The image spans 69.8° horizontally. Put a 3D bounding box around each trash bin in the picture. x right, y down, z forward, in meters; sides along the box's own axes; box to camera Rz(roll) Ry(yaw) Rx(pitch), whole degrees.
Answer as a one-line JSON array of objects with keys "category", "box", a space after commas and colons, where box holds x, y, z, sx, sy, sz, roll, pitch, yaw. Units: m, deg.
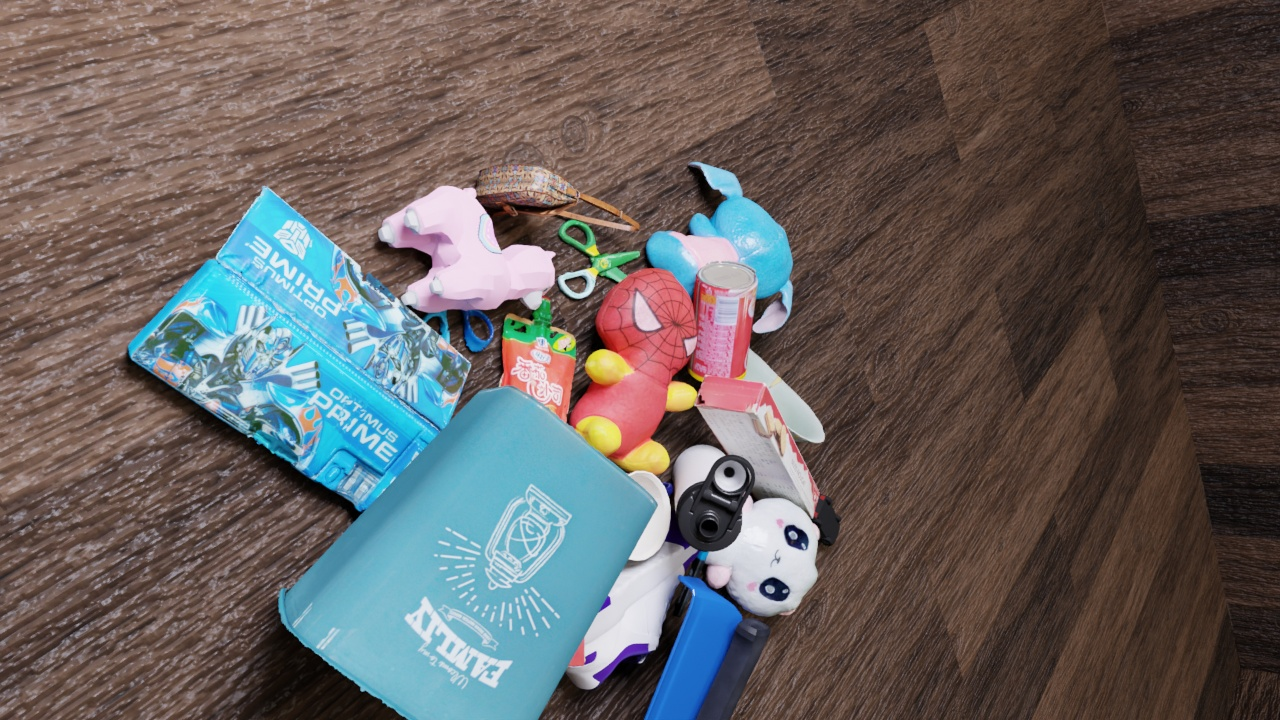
[{"category": "trash bin", "box": [-0.122, 0.151, 0.697, 0.196, 0.199, 0.218, 41, 73, -15]}]

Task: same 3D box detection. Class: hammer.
[{"category": "hammer", "box": [0.053, 0.408, 0.938, 0.139, 0.035, 0.312, 18, 97, -58]}]

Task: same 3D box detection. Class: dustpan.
[{"category": "dustpan", "box": [0.060, 0.333, 0.979, 0.257, 0.059, 0.245, 12, 101, -54]}]

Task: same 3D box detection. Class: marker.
[{"category": "marker", "box": [0.062, 0.233, 1.033, 0.015, 0.018, 0.123, 19, 97, -14]}]

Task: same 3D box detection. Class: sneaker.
[{"category": "sneaker", "box": [-0.001, 0.247, 0.949, 0.243, 0.092, 0.111, -28, 114, -45]}]

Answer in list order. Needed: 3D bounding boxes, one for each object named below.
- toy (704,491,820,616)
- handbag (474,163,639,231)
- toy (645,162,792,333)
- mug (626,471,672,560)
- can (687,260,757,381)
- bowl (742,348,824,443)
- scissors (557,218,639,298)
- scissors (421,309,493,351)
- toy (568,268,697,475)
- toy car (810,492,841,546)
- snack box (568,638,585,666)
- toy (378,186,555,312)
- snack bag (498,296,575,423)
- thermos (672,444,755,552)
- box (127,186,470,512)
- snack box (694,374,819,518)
[{"category": "toy", "box": [0.128, 0.221, 1.083, 0.179, 0.101, 0.138, 25, 81, -21]}, {"category": "handbag", "box": [-0.071, -0.146, 0.910, 0.195, 0.094, 0.043, 11, 84, -50]}, {"category": "toy", "box": [0.092, -0.125, 1.076, 0.191, 0.099, 0.224, -28, 99, -32]}, {"category": "mug", "box": [-0.023, 0.149, 0.928, 0.111, 0.089, 0.086, -27, 106, -44]}, {"category": "can", "box": [0.088, -0.039, 0.999, 0.066, 0.067, 0.125, -31, 135, -43]}, {"category": "bowl", "box": [0.140, 0.056, 1.114, 0.174, 0.068, 0.174, 39, 18, -15]}, {"category": "scissors", "box": [-0.043, -0.094, 0.984, 0.131, 0.012, 0.108, 32, 66, -38]}, {"category": "scissors", "box": [-0.169, -0.070, 0.856, 0.083, 0.016, 0.135, 8, 76, -41]}, {"category": "toy", "box": [-0.006, 0.006, 0.953, 0.147, 0.099, 0.216, 36, 63, -52]}, {"category": "toy car", "box": [0.241, 0.213, 1.234, 0.042, 0.036, 0.092, -59, 136, -29]}, {"category": "snack box", "box": [-0.121, 0.196, 0.810, 0.145, 0.040, 0.142, 2, 85, -11]}, {"category": "toy", "box": [-0.147, -0.096, 0.827, 0.157, 0.067, 0.123, -21, 94, -49]}, {"category": "snack bag", "box": [-0.104, 0.011, 0.901, 0.087, 0.044, 0.155, 18, 68, -35]}, {"category": "thermos", "box": [0.074, 0.124, 0.944, 0.068, 0.230, 0.101, 25, 95, 0]}, {"category": "box", "box": [-0.243, 0.001, 0.729, 0.243, 0.060, 0.175, 45, 61, -34]}, {"category": "snack box", "box": [0.141, 0.103, 1.056, 0.273, 0.077, 0.044, 55, 51, -50]}]
